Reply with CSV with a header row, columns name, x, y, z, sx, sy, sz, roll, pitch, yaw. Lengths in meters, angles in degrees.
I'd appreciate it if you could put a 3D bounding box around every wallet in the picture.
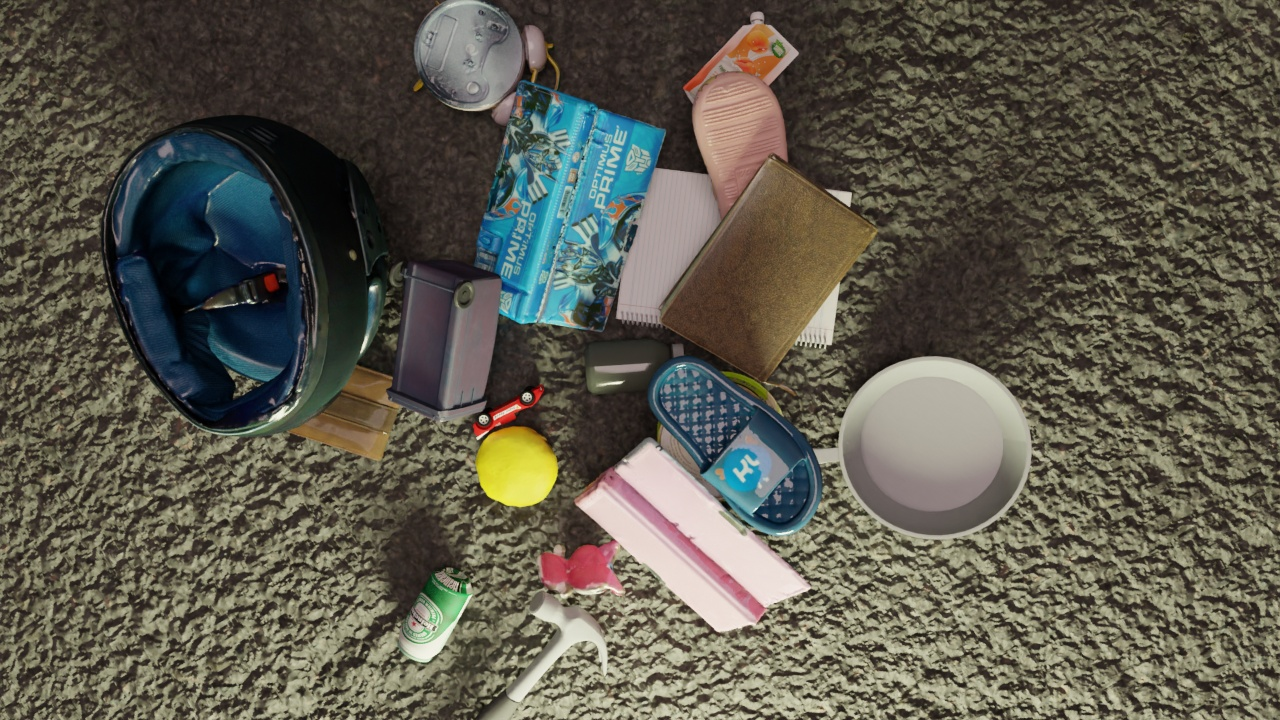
name,x,y,z,sx,sy,sz,roll,pitch,yaw
wallet,-0.337,0.051,1.043,0.121,0.027,0.098,18,91,0

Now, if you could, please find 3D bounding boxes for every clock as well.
name,x,y,z,sx,sy,sz,roll,pitch,yaw
clock,-0.164,-0.322,0.998,0.158,0.058,0.117,18,95,-1

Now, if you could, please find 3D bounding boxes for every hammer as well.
name,x,y,z,sx,sy,sz,roll,pitch,yaw
hammer,-0.158,0.402,1.054,0.125,0.029,0.311,36,100,-24

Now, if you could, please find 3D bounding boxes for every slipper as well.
name,x,y,z,sx,sy,sz,roll,pitch,yaw
slipper,0.095,0.080,0.913,0.104,0.059,0.213,-45,82,7
slipper,0.111,-0.216,0.993,0.093,0.081,0.197,-18,115,1

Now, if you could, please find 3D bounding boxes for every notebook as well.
name,x,y,z,sx,sy,sz,roll,pitch,yaw
notebook,0.150,-0.083,0.990,0.190,0.034,0.216,31,108,-14
notebook,0.105,-0.116,1.035,0.245,0.013,0.178,7,93,0

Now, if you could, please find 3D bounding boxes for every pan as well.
name,x,y,z,sx,sy,sz,roll,pitch,yaw
pan,0.246,0.103,1.032,0.357,0.050,0.200,-6,91,15

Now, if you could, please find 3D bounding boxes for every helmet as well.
name,x,y,z,sx,sy,sz,roll,pitch,yaw
helmet,-0.371,-0.082,0.923,0.249,0.236,0.316,-21,86,5

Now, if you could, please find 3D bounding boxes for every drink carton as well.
name,x,y,z,sx,sy,sz,roll,pitch,yaw
drink carton,0.112,-0.321,1.013,0.069,0.039,0.122,43,87,-3

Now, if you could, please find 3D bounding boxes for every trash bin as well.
name,x,y,z,sx,sy,sz,roll,pitch,yaw
trash bin,-0.211,-0.021,0.981,0.094,0.092,0.161,19,107,26

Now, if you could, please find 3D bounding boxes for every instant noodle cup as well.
name,x,y,z,sx,sy,sz,roll,pitch,yaw
instant noodle cup,0.084,0.086,0.995,0.146,0.097,0.146,0,92,11

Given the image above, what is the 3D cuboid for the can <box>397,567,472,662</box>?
name,x,y,z,sx,sy,sz,roll,pitch,yaw
can,-0.233,0.288,1.045,0.053,0.053,0.101,30,93,-2

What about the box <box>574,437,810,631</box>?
name,x,y,z,sx,sy,sz,roll,pitch,yaw
box,0.048,0.196,0.987,0.232,0.179,0.039,42,54,-1

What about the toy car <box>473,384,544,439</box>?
name,x,y,z,sx,sy,sz,roll,pitch,yaw
toy car,-0.148,0.056,1.035,0.089,0.038,0.025,-27,96,2

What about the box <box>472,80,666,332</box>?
name,x,y,z,sx,sy,sz,roll,pitch,yaw
box,-0.085,-0.156,0.984,0.170,0.071,0.244,17,106,-3

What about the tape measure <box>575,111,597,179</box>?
name,x,y,z,sx,sy,sz,roll,pitch,yaw
tape measure,-0.063,-0.237,1.014,0.065,0.017,0.064,-18,94,-1

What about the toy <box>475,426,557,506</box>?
name,x,y,z,sx,sy,sz,roll,pitch,yaw
toy,-0.140,0.120,1.039,0.094,0.041,0.095,-41,94,8

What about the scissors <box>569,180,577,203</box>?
name,x,y,z,sx,sy,sz,roll,pitch,yaw
scissors,-0.094,-0.215,1.030,0.125,0.015,0.127,-27,91,1

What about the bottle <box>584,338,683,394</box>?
name,x,y,z,sx,sy,sz,roll,pitch,yaw
bottle,-0.006,0.006,1.020,0.108,0.060,0.060,-3,94,0

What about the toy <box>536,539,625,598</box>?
name,x,y,z,sx,sy,sz,roll,pitch,yaw
toy,-0.070,0.241,1.047,0.102,0.050,0.065,2,61,-18
